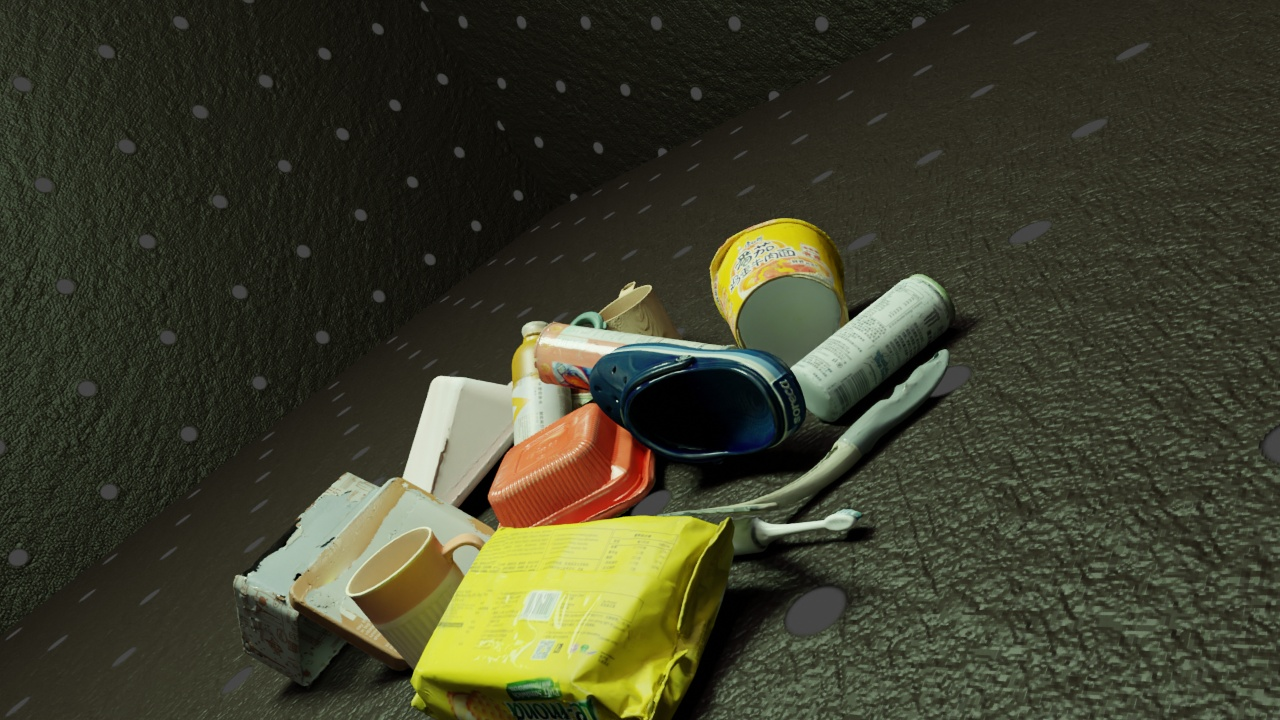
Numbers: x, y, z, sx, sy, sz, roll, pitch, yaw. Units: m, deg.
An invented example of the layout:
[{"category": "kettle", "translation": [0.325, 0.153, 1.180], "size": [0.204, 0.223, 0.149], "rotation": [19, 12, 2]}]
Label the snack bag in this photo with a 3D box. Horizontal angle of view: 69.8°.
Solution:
[{"category": "snack bag", "translation": [-0.054, 0.181, 0.637], "size": [0.247, 0.068, 0.157], "rotation": [-15, 36, 42]}]

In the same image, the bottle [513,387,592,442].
[{"category": "bottle", "translation": [-0.090, 0.063, 1.118], "size": [0.207, 0.060, 0.059], "rotation": [-23, 19, 42]}]

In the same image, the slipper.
[{"category": "slipper", "translation": [0.034, 0.044, 0.805], "size": [0.095, 0.105, 0.253], "rotation": [-26, 16, -34]}]

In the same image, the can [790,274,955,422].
[{"category": "can", "translation": [0.199, -0.011, 0.787], "size": [0.146, 0.058, 0.058], "rotation": [-37, 17, -13]}]

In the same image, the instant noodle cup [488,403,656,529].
[{"category": "instant noodle cup", "translation": [-0.077, 0.115, 0.902], "size": [0.189, 0.079, 0.164], "rotation": [-31, 16, 11]}]

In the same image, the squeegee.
[{"category": "squeegee", "translation": [0.149, 0.066, 0.695], "size": [0.246, 0.039, 0.247], "rotation": [-31, -3, -16]}]

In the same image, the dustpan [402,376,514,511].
[{"category": "dustpan", "translation": [-0.204, 0.114, 1.160], "size": [0.223, 0.138, 0.273], "rotation": [7, 81, 67]}]

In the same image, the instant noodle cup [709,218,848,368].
[{"category": "instant noodle cup", "translation": [0.143, -0.058, 0.913], "size": [0.138, 0.138, 0.109], "rotation": [-28, 25, 16]}]

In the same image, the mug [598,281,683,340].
[{"category": "mug", "translation": [0.005, -0.033, 1.132], "size": [0.084, 0.103, 0.124], "rotation": [-28, 16, 15]}]

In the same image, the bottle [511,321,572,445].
[{"category": "bottle", "translation": [-0.113, 0.041, 1.052], "size": [0.068, 0.068, 0.189], "rotation": [-25, 54, 25]}]

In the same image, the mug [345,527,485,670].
[{"category": "mug", "translation": [-0.170, 0.200, 0.779], "size": [0.114, 0.106, 0.081], "rotation": [-33, 16, -1]}]

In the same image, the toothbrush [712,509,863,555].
[{"category": "toothbrush", "translation": [0.064, 0.131, 0.679], "size": [0.222, 0.027, 0.026], "rotation": [-19, 7, 41]}]

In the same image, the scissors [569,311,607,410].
[{"category": "scissors", "translation": [-0.024, 0.006, 1.031], "size": [0.170, 0.178, 0.019], "rotation": [-28, -26, -8]}]

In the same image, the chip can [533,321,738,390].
[{"category": "chip can", "translation": [-0.006, 0.006, 0.948], "size": [0.215, 0.071, 0.071], "rotation": [9, 38, 29]}]

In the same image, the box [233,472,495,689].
[{"category": "box", "translation": [-0.263, 0.229, 0.917], "size": [0.182, 0.193, 0.157], "rotation": [-52, -18, -49]}]
